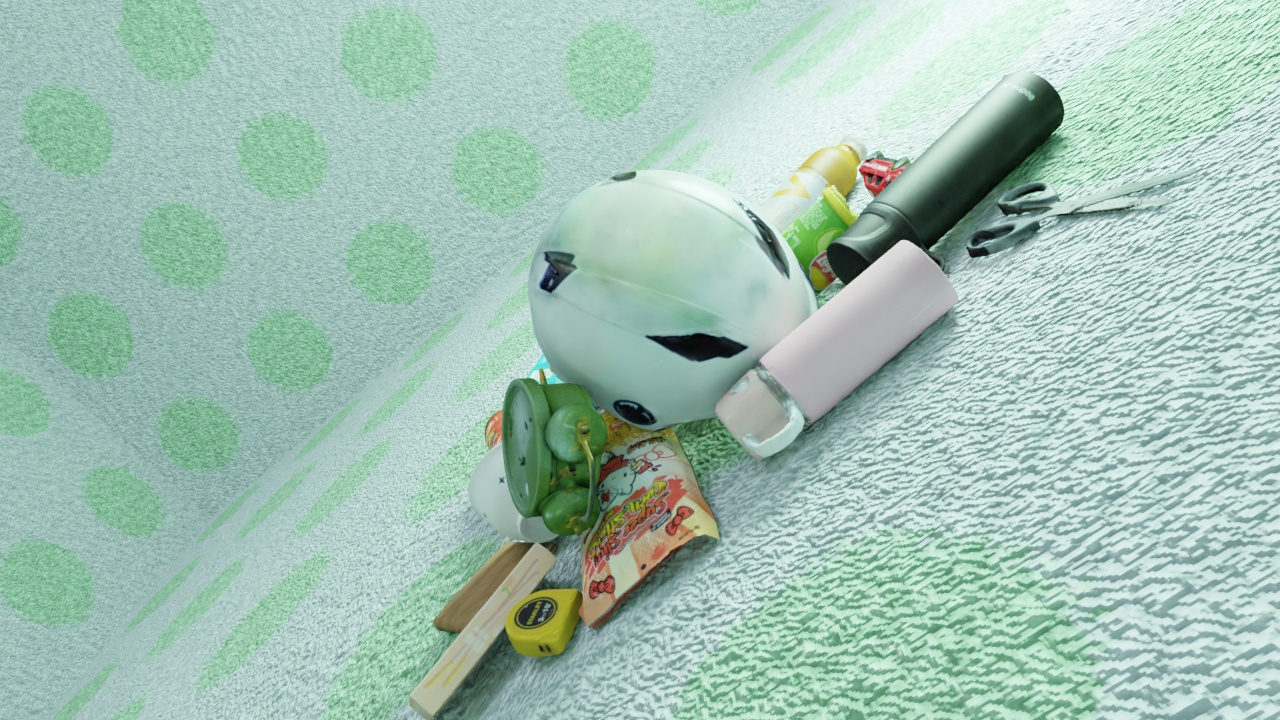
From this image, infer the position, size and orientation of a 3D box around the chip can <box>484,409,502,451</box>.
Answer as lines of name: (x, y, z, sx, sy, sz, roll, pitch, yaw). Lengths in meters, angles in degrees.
chip can: (-0.141, 0.109, 1.068, 0.073, 0.073, 0.216, -43, 17, -3)

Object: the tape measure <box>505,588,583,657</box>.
tape measure: (-0.076, 0.210, 0.727, 0.057, 0.029, 0.059, -7, 27, 20)

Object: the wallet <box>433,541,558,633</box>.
wallet: (-0.139, 0.218, 0.885, 0.101, 0.020, 0.115, -16, 27, 54)

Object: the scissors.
scissors: (0.321, -0.112, 0.693, 0.163, 0.014, 0.164, -34, 20, 20)

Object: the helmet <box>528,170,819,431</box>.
helmet: (0.016, -0.071, 0.783, 0.259, 0.146, 0.228, 22, 70, 28)

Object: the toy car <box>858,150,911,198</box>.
toy car: (0.257, -0.180, 0.939, 0.045, 0.053, 0.120, -41, 17, 8)

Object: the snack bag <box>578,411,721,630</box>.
snack bag: (-0.006, 0.120, 0.774, 0.129, 0.073, 0.207, -38, 24, 11)

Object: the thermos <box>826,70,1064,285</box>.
thermos: (0.273, -0.147, 0.796, 0.242, 0.090, 0.068, -43, -25, -13)

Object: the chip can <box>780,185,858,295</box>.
chip can: (0.123, -0.066, 0.881, 0.222, 0.072, 0.072, -42, 15, 18)

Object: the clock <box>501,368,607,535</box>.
clock: (-0.069, 0.077, 0.757, 0.056, 0.116, 0.161, -4, 21, -23)

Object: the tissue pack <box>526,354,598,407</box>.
tissue pack: (-0.081, 0.023, 1.154, 0.134, 0.050, 0.093, -10, 30, 26)

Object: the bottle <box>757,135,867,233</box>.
bottle: (0.198, -0.192, 1.077, 0.189, 0.068, 0.068, -47, 17, -18)

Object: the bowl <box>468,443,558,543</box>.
bowl: (-0.100, 0.135, 0.879, 0.118, 0.118, 0.064, -40, 39, 7)

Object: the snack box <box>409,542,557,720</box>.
snack box: (-0.133, 0.229, 0.773, 0.157, 0.026, 0.085, -50, -5, -27)

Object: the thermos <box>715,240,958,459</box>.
thermos: (0.150, -0.003, 0.703, 0.198, 0.067, 0.087, -40, 20, 2)
